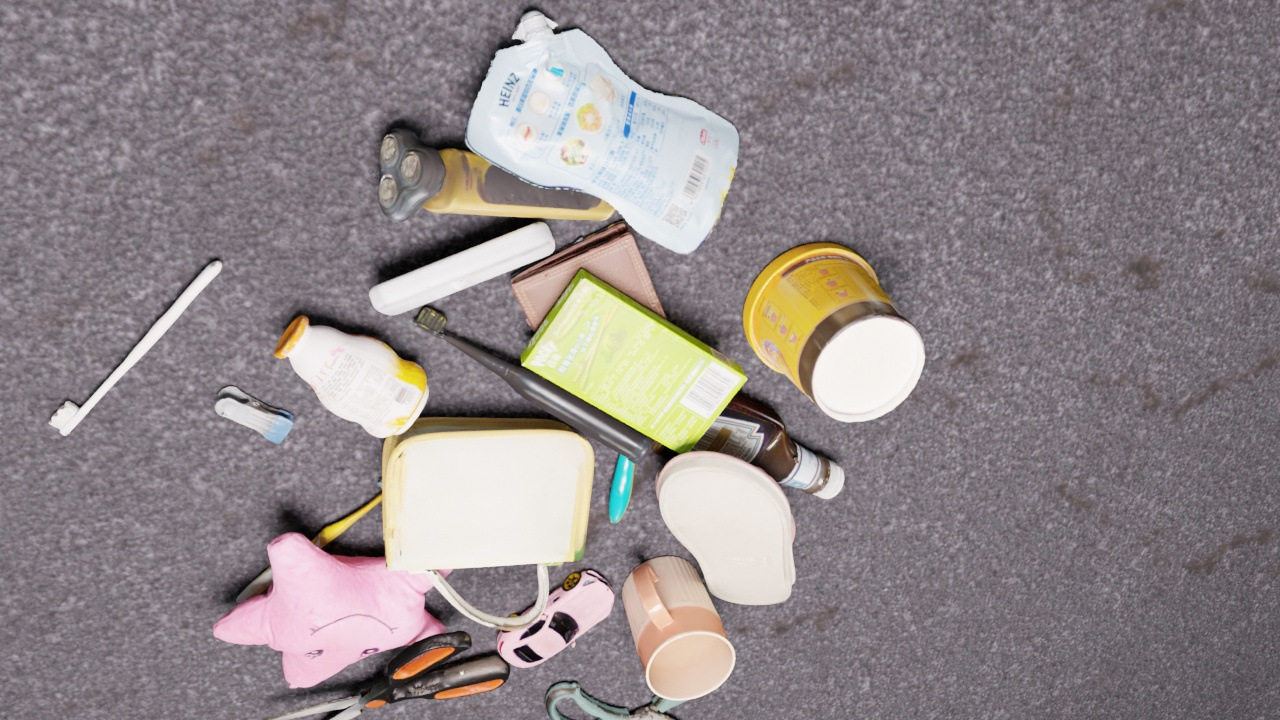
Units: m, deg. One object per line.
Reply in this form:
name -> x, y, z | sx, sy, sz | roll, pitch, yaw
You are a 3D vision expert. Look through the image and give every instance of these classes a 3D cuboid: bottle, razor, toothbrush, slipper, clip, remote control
bottle -> 0.100, 0.078, 0.813 | 0.194, 0.044, 0.080 | 24, 113, -27
razor -> -0.015, 0.083, 0.792 | 0.043, 0.028, 0.133 | 12, 117, 13
razor -> -0.095, -0.121, 0.637 | 0.167, 0.068, 0.062 | 3, 91, -24
toothbrush -> -0.358, -0.010, 0.651 | 0.180, 0.016, 0.016 | -42, 115, 11
slipper -> 0.083, 0.146, 0.814 | 0.114, 0.054, 0.274 | -5, 143, 16
clip -> -0.294, 0.041, 0.697 | 0.058, 0.036, 0.026 | 32, 108, -32
remote control -> -0.127, -0.066, 0.662 | 0.136, 0.056, 0.020 | -22, 89, -2
bottle -> -0.211, 0.010, 0.674 | 0.108, 0.063, 0.063 | 37, 104, -30
toothbrush -> -0.083, 0.020, 0.722 | 0.212, 0.026, 0.027 | 33, 109, -16
toothbrush -> -0.266, 0.145, 0.765 | 0.191, 0.016, 0.018 | -36, 111, 6

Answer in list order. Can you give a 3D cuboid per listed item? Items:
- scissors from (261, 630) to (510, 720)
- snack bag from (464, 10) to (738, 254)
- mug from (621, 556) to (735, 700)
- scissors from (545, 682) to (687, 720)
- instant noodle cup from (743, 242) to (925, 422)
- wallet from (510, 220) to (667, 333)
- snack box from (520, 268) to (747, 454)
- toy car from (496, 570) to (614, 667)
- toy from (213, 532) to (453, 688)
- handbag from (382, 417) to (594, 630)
scissors -> -0.224, 0.295, 0.837 | 0.220, 0.021, 0.229 | 4, 140, -30
snack bag -> -0.021, -0.156, 0.638 | 0.191, 0.039, 0.110 | 22, 91, -27
mug -> 0.025, 0.234, 0.843 | 0.082, 0.105, 0.114 | -31, 122, 2
scissors -> -0.003, 0.338, 0.947 | 0.171, 0.019, 0.170 | 28, 107, -26
instant noodle cup -> 0.157, -0.019, 0.731 | 0.118, 0.114, 0.119 | -7, 120, -13
wallet -> -0.034, -0.035, 0.720 | 0.101, 0.032, 0.124 | -24, 122, 2
snack box -> -0.004, 0.004, 0.708 | 0.156, 0.026, 0.086 | 30, 108, -20
toy car -> -0.079, 0.247, 0.863 | 0.122, 0.037, 0.056 | -36, 123, 5
toy -> -0.248, 0.217, 0.774 | 0.194, 0.074, 0.179 | 18, 119, -36
handbag -> -0.127, 0.135, 0.748 | 0.163, 0.063, 0.179 | 1, 102, -20
